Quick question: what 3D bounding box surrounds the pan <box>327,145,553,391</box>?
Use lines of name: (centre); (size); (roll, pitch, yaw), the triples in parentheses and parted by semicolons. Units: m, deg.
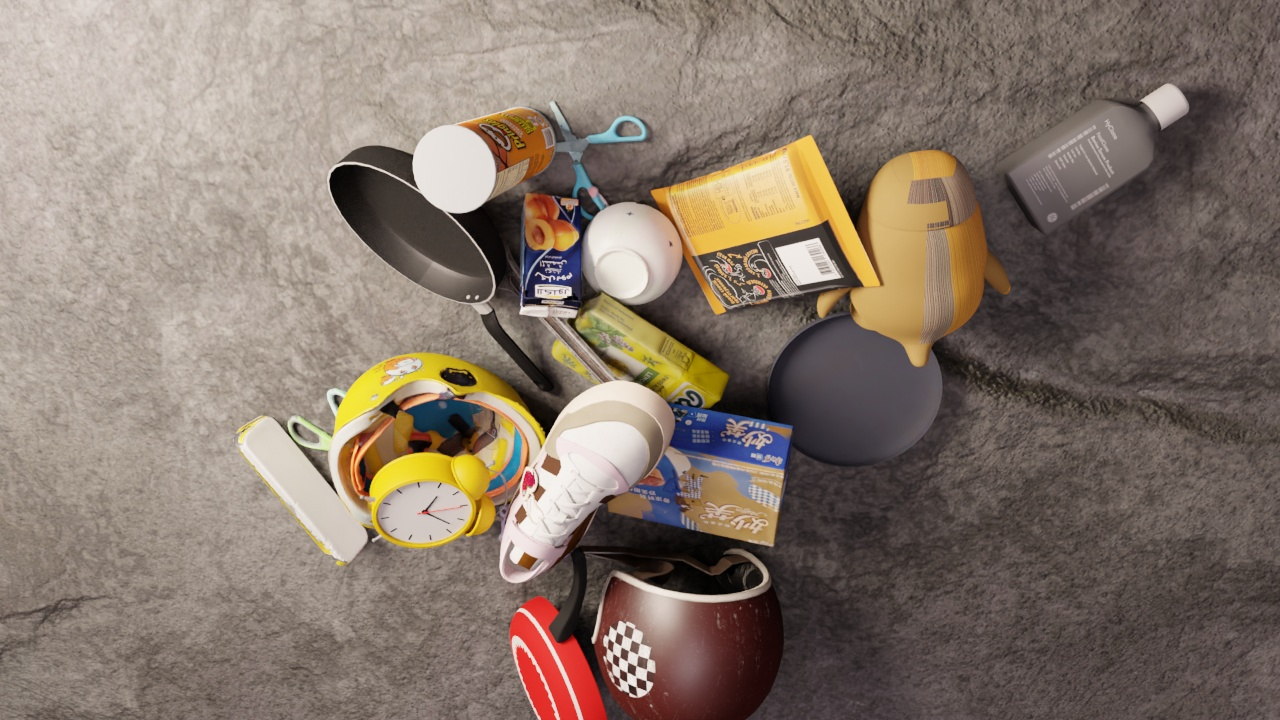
pan: (-0.191, -0.091, 1.000); (0.204, 0.044, 0.356); (6, 144, 44)

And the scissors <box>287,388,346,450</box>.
scissors: (-0.368, 0.115, 1.154); (0.139, 0.028, 0.170); (-15, 107, 8)

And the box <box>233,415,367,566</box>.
box: (-0.437, 0.169, 1.155); (0.080, 0.079, 0.209); (-22, 111, 30)

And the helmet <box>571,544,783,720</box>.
helmet: (0.048, 0.316, 1.100); (0.233, 0.234, 0.253); (-2, 100, -34)

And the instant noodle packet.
instant noodle packet: (0.121, -0.130, 0.945); (0.221, 0.032, 0.160); (-8, 118, 48)

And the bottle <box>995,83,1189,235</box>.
bottle: (0.463, -0.213, 0.932); (0.174, 0.046, 0.084); (-34, 107, 17)

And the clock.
clock: (-0.221, 0.153, 1.000); (0.152, 0.052, 0.114); (-8, 129, -9)

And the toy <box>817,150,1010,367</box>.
toy: (0.277, -0.120, 0.925); (0.199, 0.162, 0.204); (-6, 134, 7)

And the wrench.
wrench: (-0.089, -0.036, 0.999); (0.273, 0.010, 0.070); (47, 144, 11)

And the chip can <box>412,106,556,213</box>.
chip can: (-0.143, -0.199, 0.887); (0.075, 0.214, 0.075); (3, 110, 8)

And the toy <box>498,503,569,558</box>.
toy: (-0.132, 0.219, 1.166); (0.100, 0.036, 0.080); (5, 112, 0)

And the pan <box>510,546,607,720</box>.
pan: (-0.098, 0.348, 1.108); (0.067, 0.209, 0.357); (-20, 137, -24)

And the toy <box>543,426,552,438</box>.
toy: (-0.106, 0.123, 1.106); (0.076, 0.062, 0.100); (40, 92, -31)

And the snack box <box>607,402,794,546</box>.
snack box: (0.063, 0.126, 1.044); (0.203, 0.069, 0.155); (11, 141, 12)

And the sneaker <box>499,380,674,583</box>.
sneaker: (-0.074, 0.140, 0.960); (0.111, 0.116, 0.295); (36, 128, -8)

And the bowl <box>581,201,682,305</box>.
bowl: (-0.014, -0.108, 0.991); (0.113, 0.063, 0.114); (7, 124, 10)

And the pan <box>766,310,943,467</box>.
pan: (0.183, 0.073, 1.089); (0.357, 0.021, 0.199); (-32, 107, 17)

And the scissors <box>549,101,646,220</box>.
scissors: (-0.050, -0.222, 0.985); (0.136, 0.015, 0.135); (-22, 112, 13)

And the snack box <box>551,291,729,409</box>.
snack box: (-0.006, 0.006, 1.029); (0.181, 0.045, 0.122); (33, 146, -11)

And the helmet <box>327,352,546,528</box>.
helmet: (-0.235, 0.076, 1.060); (0.239, 0.139, 0.210); (-2, 128, -18)

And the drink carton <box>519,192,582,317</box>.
drink carton: (-0.094, -0.110, 0.971); (0.064, 0.130, 0.040); (3, 156, -12)
